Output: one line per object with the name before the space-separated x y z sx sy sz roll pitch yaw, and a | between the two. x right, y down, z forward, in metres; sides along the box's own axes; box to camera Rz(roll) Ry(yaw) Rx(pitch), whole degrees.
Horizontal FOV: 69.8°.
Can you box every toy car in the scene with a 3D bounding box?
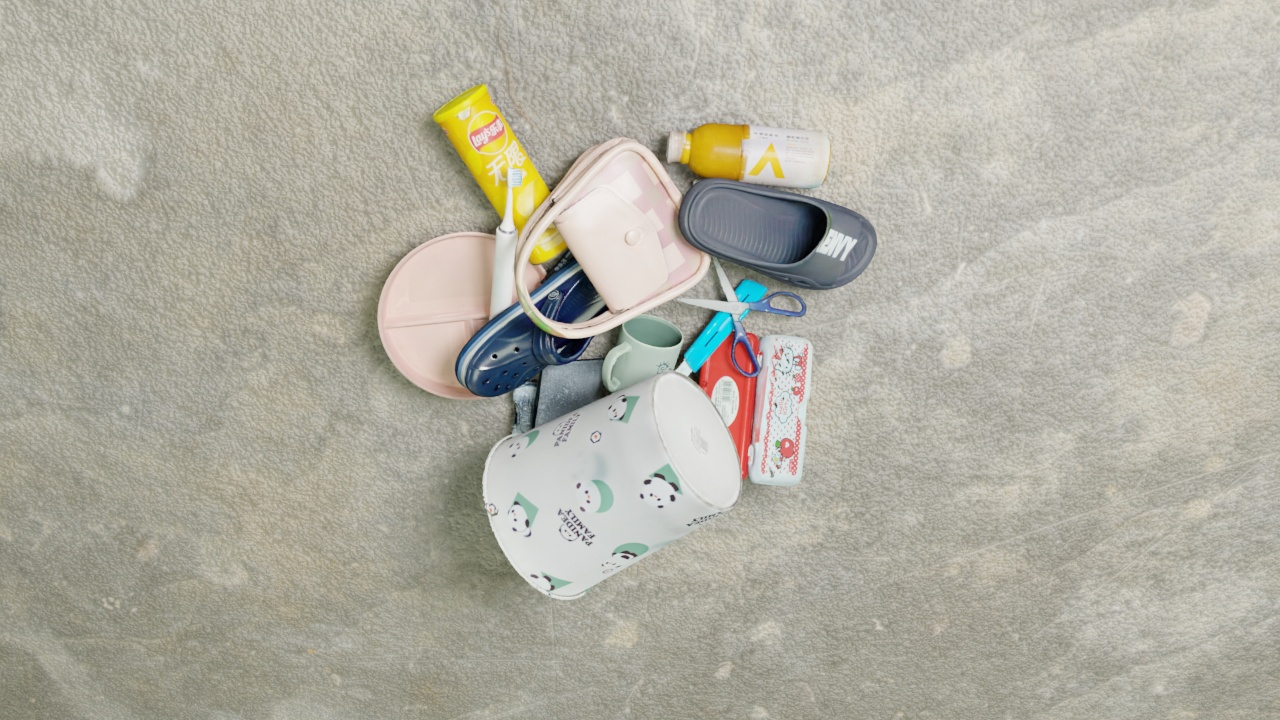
toy car | -0.156 0.077 1.287 0.049 0.031 0.106 4 120 -1

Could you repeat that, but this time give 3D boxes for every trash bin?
trash bin | -0.028 0.147 1.145 0.253 0.229 0.229 -30 116 27

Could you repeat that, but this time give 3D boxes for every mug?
mug | -0.007 0.007 1.203 0.111 0.082 0.107 -16 135 -43

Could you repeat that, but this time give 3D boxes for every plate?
plate | -0.221 -0.057 1.187 0.229 0.028 0.230 -5 114 -11

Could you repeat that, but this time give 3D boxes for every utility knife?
utility knife | 0.093 -0.029 1.194 0.034 0.018 0.191 39 92 -13

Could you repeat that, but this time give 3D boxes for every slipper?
slipper | 0.175 -0.143 1.080 0.267 0.083 0.111 11 103 -23
slipper | -0.110 -0.032 1.146 0.252 0.095 0.105 -41 138 -3

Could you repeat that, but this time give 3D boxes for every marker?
marker | -0.078 -0.141 1.156 0.132 0.020 0.022 -48 141 11

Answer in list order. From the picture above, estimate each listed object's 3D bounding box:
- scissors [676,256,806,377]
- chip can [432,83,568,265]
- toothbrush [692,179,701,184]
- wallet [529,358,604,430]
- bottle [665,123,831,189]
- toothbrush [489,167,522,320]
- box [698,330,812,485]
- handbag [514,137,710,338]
scissors | 0.132 -0.058 1.179 0.176 0.012 0.162 -3 97 -8
chip can | -0.158 -0.219 1.096 0.072 0.072 0.213 -26 117 14
toothbrush | 0.156 -0.193 1.136 0.191 0.018 0.016 14 117 -10
wallet | -0.098 0.050 1.260 0.097 0.019 0.121 -4 123 -27
bottle | 0.125 -0.243 1.080 0.189 0.068 0.068 5 119 -2
toothbrush | -0.162 -0.132 1.100 0.026 0.026 0.222 -1 131 -16
box | 0.150 0.063 1.221 0.161 0.060 0.201 5 90 -2
handbag | -0.048 -0.127 1.076 0.233 0.093 0.193 -41 114 -16
